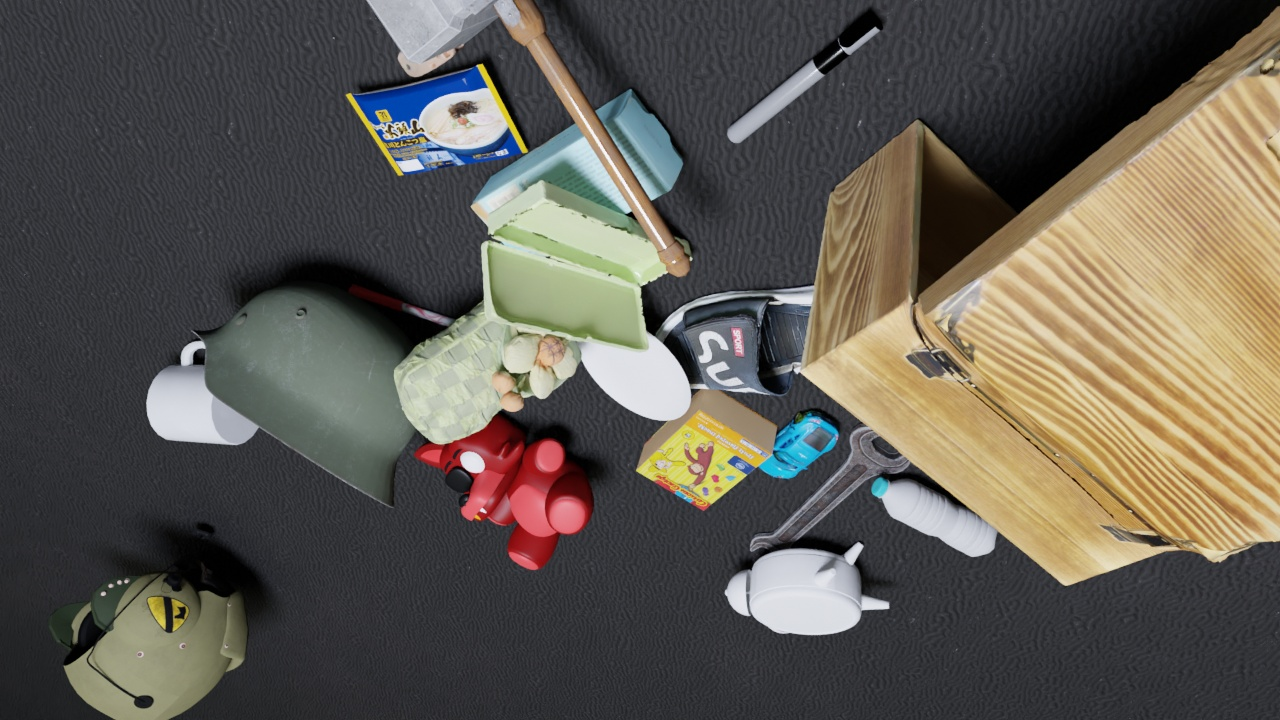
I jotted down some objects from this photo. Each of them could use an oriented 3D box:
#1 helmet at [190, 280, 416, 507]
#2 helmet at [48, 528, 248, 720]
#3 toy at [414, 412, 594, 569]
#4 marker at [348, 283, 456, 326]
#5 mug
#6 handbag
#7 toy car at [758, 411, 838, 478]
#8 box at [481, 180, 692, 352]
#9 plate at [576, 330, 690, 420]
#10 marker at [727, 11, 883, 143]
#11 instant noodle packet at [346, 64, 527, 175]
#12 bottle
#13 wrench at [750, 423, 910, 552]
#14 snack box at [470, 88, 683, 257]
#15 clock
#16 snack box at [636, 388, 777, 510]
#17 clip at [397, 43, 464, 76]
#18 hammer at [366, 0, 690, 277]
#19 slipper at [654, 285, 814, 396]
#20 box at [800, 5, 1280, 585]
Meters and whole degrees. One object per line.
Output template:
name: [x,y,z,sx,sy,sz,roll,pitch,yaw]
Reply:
helmet: [-0.315,0.009,0.920,0.268,0.153,0.227,29,166,18]
helmet: [-0.686,0.384,1.317,0.251,0.254,0.233,-26,116,37]
toy: [-0.152,0.131,1.027,0.197,0.120,0.159,37,135,-5]
marker: [-0.234,-0.052,0.950,0.142,0.012,0.013,18,134,1]
mug: [-0.511,0.036,1.079,0.090,0.091,0.121,2,99,17]
handbag: [-0.134,0.008,0.866,0.117,0.186,0.113,32,156,53]
toy car: [0.159,0.091,0.938,0.048,0.032,0.106,32,134,-13]
box: [-0.035,-0.073,0.756,0.082,0.098,0.187,-23,160,36]
plate: [-0.006,0.005,0.905,0.134,0.011,0.135,27,144,21]
marker: [0.119,-0.208,0.686,0.016,0.016,0.141,41,131,-19]
instant noodle packet: [-0.172,-0.202,0.781,0.134,0.026,0.087,-4,138,22]
bottle: [0.298,0.156,0.938,0.136,0.044,0.044,27,134,-10]
wrench: [0.198,0.152,0.995,0.070,0.010,0.274,27,134,-7]
snack box: [-0.055,-0.149,0.774,0.175,0.053,0.075,-22,121,35]
clock: [0.188,0.261,1.060,0.125,0.072,0.161,34,137,-31]
snack box: [0.068,0.093,0.962,0.088,0.040,0.126,32,133,-11]
clip: [-0.168,-0.251,0.742,0.061,0.049,0.026,27,157,56]
hammer: [-0.051,-0.194,0.667,0.163,0.082,0.318,-23,109,34]
slipper: [0.125,-0.011,0.835,0.264,0.063,0.111,-7,129,22]
box: [0.319,-0.043,0.579,0.279,0.285,0.337,38,134,-17]
